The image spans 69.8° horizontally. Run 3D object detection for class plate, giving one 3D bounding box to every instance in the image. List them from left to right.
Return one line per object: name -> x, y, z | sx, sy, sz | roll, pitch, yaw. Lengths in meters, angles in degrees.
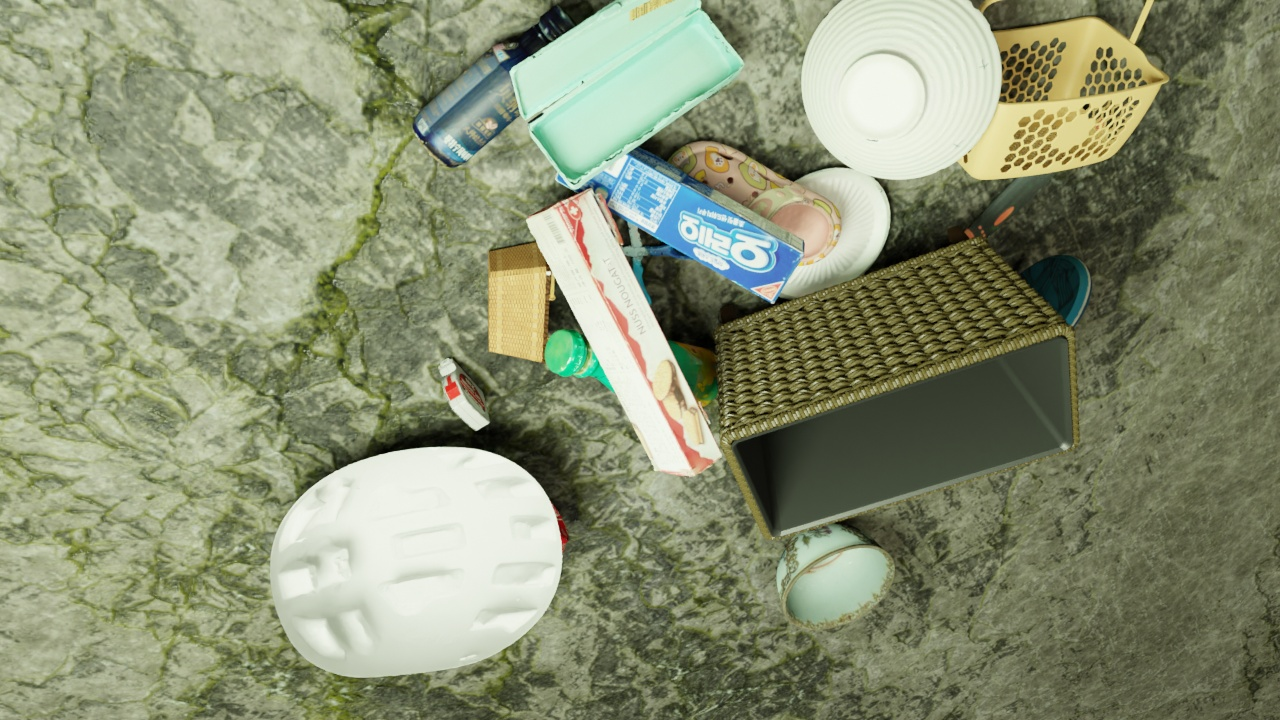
plate -> 0.189, -0.132, 0.967 | 0.157, 0.014, 0.157 | -9, 127, -12

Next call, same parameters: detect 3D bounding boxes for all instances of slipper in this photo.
slipper -> 0.110, -0.136, 0.884 | 0.197, 0.081, 0.093 | 20, 118, -20
slipper -> 0.404, -0.010, 1.076 | 0.060, 0.118, 0.296 | 16, 126, -15

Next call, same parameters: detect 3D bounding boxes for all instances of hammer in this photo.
hammer -> 0.378, -0.148, 1.013 | 0.133, 0.033, 0.334 | 34, 108, -34

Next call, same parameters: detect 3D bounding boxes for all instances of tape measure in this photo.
tape measure -> -0.181, 0.037, 0.937 | 0.020, 0.062, 0.060 | -30, 133, 4

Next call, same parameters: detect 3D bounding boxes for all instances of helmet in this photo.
helmet -> -0.221, 0.197, 0.947 | 0.282, 0.183, 0.224 | -16, 95, 8

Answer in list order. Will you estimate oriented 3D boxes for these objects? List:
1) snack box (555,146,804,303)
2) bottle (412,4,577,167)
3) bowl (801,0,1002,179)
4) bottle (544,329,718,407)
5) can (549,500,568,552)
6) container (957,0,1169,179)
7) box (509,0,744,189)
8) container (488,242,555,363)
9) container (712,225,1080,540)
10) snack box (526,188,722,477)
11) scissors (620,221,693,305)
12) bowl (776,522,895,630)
snack box -> 0.037, -0.135, 0.823 | 0.226, 0.059, 0.059 | 28, 113, -1
bottle -> -0.116, -0.228, 0.764 | 0.161, 0.056, 0.056 | -38, 128, 10
bowl -> 0.217, -0.235, 0.801 | 0.177, 0.070, 0.177 | 14, 122, 23
bottle -> -0.006, 0.005, 0.935 | 0.209, 0.068, 0.068 | 11, 122, -45
can -> -0.159, 0.219, 1.070 | 0.142, 0.074, 0.074 | -29, 129, 3
container -> 0.381, -0.271, 0.859 | 0.183, 0.129, 0.167 | -10, 137, -12
box -> -0.006, -0.236, 0.751 | 0.187, 0.078, 0.110 | -36, 159, -11
container -> -0.117, -0.057, 0.891 | 0.061, 0.063, 0.114 | 0, 125, -10
container -> 0.240, 0.013, 0.936 | 0.321, 0.204, 0.176 | -19, 132, 9
snack box -> -0.012, -0.021, 0.834 | 0.044, 0.077, 0.273 | -33, 104, -25
scissors -> 0.007, -0.109, 0.926 | 0.129, 0.014, 0.127 | -18, 125, -1
bowl -> 0.250, 0.276, 1.240 | 0.159, 0.093, 0.160 | -9, 127, -13
